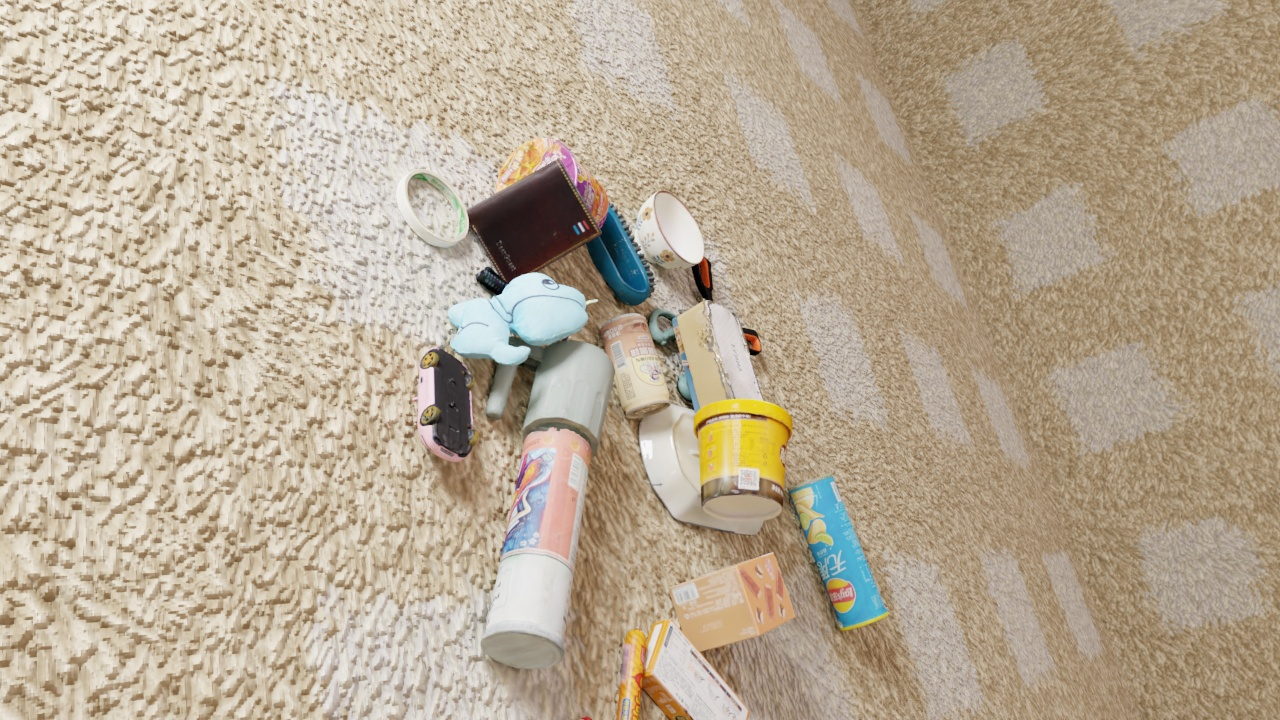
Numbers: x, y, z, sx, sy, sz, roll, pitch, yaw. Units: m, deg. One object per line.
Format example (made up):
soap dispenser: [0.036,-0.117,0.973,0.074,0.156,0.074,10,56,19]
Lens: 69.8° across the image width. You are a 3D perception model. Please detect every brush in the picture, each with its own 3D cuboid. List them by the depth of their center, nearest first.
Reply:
brush: [-0.035,-0.135,1.160,0.144,0.055,0.073,63,30,0]

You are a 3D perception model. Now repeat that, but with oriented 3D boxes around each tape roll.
tape roll: [-0.215,-0.158,0.952,0.085,0.014,0.085,35,40,-37]

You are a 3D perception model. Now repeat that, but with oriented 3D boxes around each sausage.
sausage: [-0.011,0.330,0.878,0.021,0.022,0.164,41,38,-31]

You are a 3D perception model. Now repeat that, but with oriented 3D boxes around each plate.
plate: [0.095,0.134,1.170,0.265,0.034,0.161,22,49,-47]

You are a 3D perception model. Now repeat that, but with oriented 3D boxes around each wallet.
wallet: [-0.117,-0.149,0.995,0.096,0.122,0.020,61,4,-3]

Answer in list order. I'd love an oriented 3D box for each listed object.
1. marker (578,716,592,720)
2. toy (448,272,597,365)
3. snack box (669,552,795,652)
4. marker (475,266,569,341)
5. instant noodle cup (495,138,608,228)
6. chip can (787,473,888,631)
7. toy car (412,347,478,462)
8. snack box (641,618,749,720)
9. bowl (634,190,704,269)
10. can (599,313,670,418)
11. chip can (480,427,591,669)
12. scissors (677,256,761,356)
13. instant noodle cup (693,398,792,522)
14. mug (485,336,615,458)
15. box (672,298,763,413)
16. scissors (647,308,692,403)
marker: [-0.084,0.337,0.770,0.145,0.017,0.017,-11,77,-58]
toy: [-0.117,-0.045,0.932,0.156,0.050,0.161,1,36,-17]
snack box: [0.103,0.270,1.022,0.094,0.093,0.077,1,67,-56]
marker: [-0.126,-0.061,1.005,0.130,0.018,0.022,36,76,-36]
instant noodle cup: [-0.095,-0.190,1.071,0.099,0.112,0.111,18,52,-59]
chip can: [0.279,0.270,1.304,0.071,0.071,0.210,-1,67,-56]
toy car: [-0.179,0.041,0.837,0.056,0.037,0.122,39,26,-38]
snack box: [0.056,0.350,0.958,0.154,0.026,0.075,52,33,-16]
bowl: [0.032,-0.174,1.282,0.113,0.062,0.113,33,43,-39]
can: [-0.006,0.006,1.092,0.058,0.059,0.116,6,62,-54]
chip can: [-0.090,0.165,0.838,0.071,0.071,0.214,41,38,-32]
scissors: [0.112,-0.060,1.347,0.220,0.022,0.233,32,40,-43]
instant noodle cup: [0.119,0.121,1.077,0.118,0.119,0.114,33,50,-40]
mug: [-0.092,0.037,0.938,0.124,0.084,0.103,20,46,-13]
box: [0.104,0.015,1.188,0.089,0.062,0.184,23,47,-45]
scissors: [0.072,0.001,1.252,0.176,0.019,0.172,12,55,-56]
